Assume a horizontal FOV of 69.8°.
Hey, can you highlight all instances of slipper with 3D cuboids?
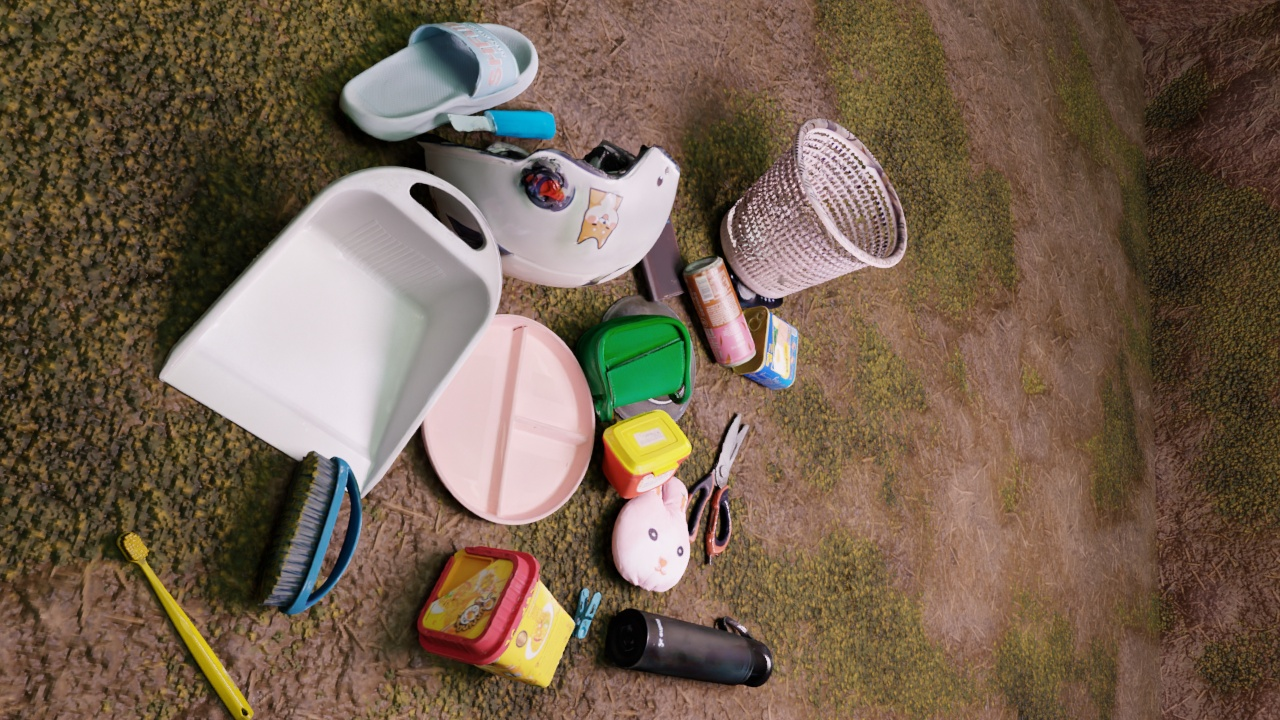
[{"bbox_3d":[-0.209,-0.307,0.962,0.104,0.074,0.244,41,51,10],"label":"slipper"}]

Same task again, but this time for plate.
[{"bbox_3d":[0.016,0.001,1.180,0.179,0.024,0.179,12,73,-43],"label":"plate"},{"bbox_3d":[-0.143,0.064,1.006,0.229,0.028,0.229,10,76,-43],"label":"plate"}]

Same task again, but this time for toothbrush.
[{"bbox_3d":[-0.372,0.221,0.754,0.015,0.017,0.190,-38,108,-42],"label":"toothbrush"}]

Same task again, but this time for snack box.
[{"bbox_3d":[0.003,0.115,1.087,0.091,0.080,0.082,-19,55,-30],"label":"snack box"}]

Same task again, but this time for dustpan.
[{"bbox_3d":[-0.251,-0.042,0.842,0.222,0.143,0.257,41,54,-31],"label":"dustpan"}]

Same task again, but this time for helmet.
[{"bbox_3d":[-0.097,-0.157,0.976,0.273,0.230,0.157,-3,105,-22],"label":"helmet"}]

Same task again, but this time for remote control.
[{"bbox_3d":[0.160,-0.101,1.342,0.136,0.024,0.053,3,76,-44],"label":"remote control"}]

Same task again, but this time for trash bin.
[{"bbox_3d":[0.228,-0.193,1.290,0.227,0.193,0.227,22,54,-34],"label":"trash bin"}]

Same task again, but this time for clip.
[{"bbox_3d":[-0.064,0.288,1.045,0.013,0.038,0.055,31,71,-35],"label":"clip"}]

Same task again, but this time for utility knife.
[{"bbox_3d":[-0.151,-0.265,1.025,0.215,0.018,0.034,-28,106,-64],"label":"utility knife"}]

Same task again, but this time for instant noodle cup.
[{"bbox_3d":[-0.138,0.263,0.920,0.124,0.116,0.115,53,49,-38],"label":"instant noodle cup"}]

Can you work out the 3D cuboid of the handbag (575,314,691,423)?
[{"bbox_3d":[-0.007,0.006,1.106,0.131,0.068,0.120,-12,99,-26],"label":"handbag"}]

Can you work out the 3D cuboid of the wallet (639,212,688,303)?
[{"bbox_3d":[0.025,-0.143,1.217,0.096,0.020,0.122,-21,97,-54],"label":"wallet"}]

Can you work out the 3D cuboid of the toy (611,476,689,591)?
[{"bbox_3d":[0.016,0.202,1.123,0.121,0.054,0.159,36,50,-35],"label":"toy"}]

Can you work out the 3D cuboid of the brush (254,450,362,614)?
[{"bbox_3d":[-0.289,0.156,0.822,0.073,0.055,0.143,28,63,-37],"label":"brush"}]

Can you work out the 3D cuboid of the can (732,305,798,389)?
[{"bbox_3d":[0.182,-0.016,1.326,0.083,0.057,0.102,26,65,-42],"label":"can"}]

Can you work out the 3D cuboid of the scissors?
[{"bbox_3d":[0.110,0.173,1.245,0.202,0.015,0.204,-12,89,-45],"label":"scissors"}]

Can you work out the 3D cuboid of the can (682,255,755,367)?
[{"bbox_3d":[0.108,-0.066,1.252,0.057,0.058,0.147,-41,116,-41],"label":"can"}]

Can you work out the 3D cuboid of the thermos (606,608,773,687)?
[{"bbox_3d":[0.064,0.351,1.136,0.242,0.069,0.090,26,32,-41],"label":"thermos"}]
